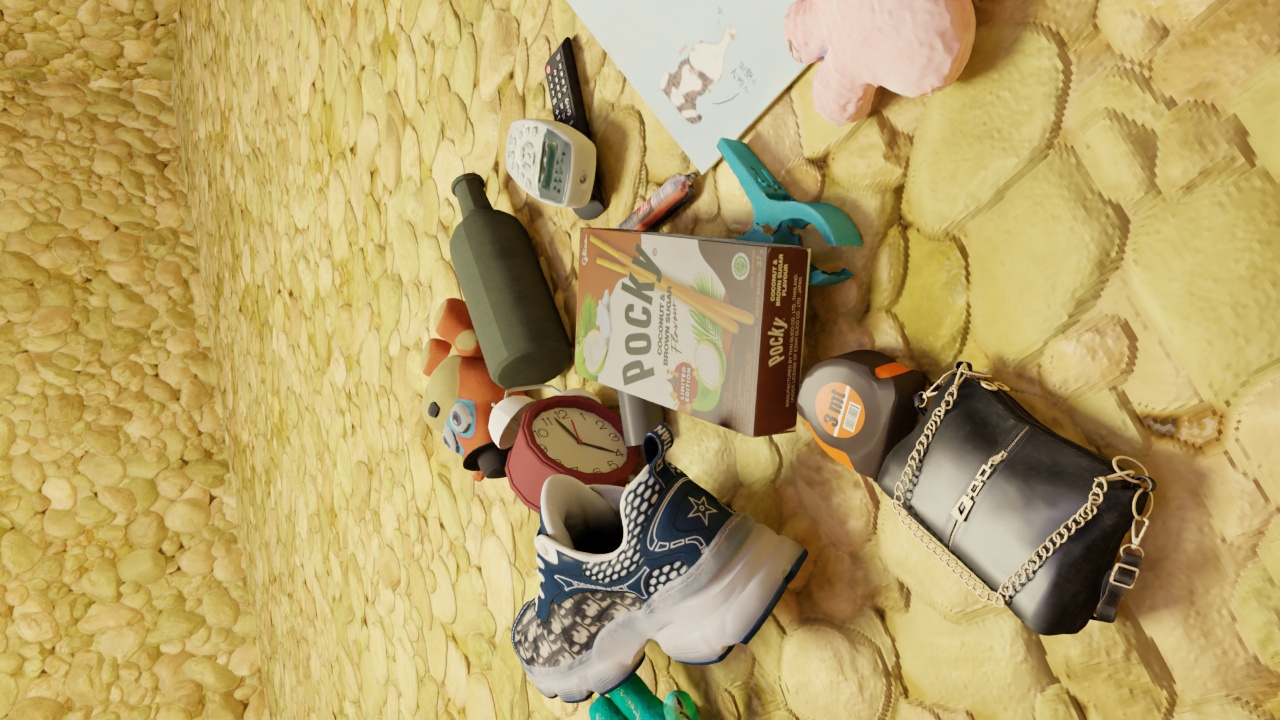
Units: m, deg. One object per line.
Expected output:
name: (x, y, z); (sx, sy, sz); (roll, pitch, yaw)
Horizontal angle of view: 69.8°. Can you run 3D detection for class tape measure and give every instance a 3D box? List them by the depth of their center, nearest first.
tape measure: (0.114, 0.024, 0.473); (0.059, 0.038, 0.058); (26, 117, 38)

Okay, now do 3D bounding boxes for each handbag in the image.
handbag: (0.161, 0.055, 0.399); (0.128, 0.054, 0.079); (47, 121, 48)

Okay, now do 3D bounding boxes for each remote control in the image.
remote control: (-0.072, -0.156, 0.714); (0.114, 0.028, 0.060); (39, 126, 48)
remote control: (-0.052, -0.183, 0.723); (0.033, 0.015, 0.146); (-27, 71, 55)

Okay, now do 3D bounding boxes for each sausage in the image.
sausage: (-0.004, -0.095, 0.655); (0.156, 0.020, 0.020); (-31, 68, 55)

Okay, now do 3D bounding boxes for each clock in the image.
clock: (-0.056, 0.064, 0.688); (0.137, 0.096, 0.048); (54, 135, 35)

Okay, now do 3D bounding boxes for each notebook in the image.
notebook: (0.047, -0.241, 0.495); (0.181, 0.009, 0.254); (53, 142, 2)

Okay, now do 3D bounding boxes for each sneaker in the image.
sneaker: (-0.025, 0.131, 0.592); (0.132, 0.103, 0.270); (49, 138, -4)

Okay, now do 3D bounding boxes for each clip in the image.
clip: (0.076, -0.067, 0.531); (0.120, 0.027, 0.103); (36, 126, 50)

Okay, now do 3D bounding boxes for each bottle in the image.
bottle: (-0.004, 0.004, 0.658); (0.030, 0.030, 0.113); (-16, 80, 57)
bottle: (-0.123, -0.077, 0.797); (0.072, 0.071, 0.206); (-54, 50, 46)

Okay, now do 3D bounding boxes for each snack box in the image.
snack box: (0.022, -0.025, 0.559); (0.186, 0.031, 0.101); (17, 107, 54)

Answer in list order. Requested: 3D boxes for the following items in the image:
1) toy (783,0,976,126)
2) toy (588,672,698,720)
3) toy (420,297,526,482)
toy: (0.107, -0.164, 0.441); (0.108, 0.053, 0.105); (63, 153, 7)
toy: (0.035, 0.274, 0.605); (0.193, 0.072, 0.131); (36, 126, 39)
toy: (-0.154, 0.031, 0.851); (0.176, 0.096, 0.112); (54, 136, 24)
